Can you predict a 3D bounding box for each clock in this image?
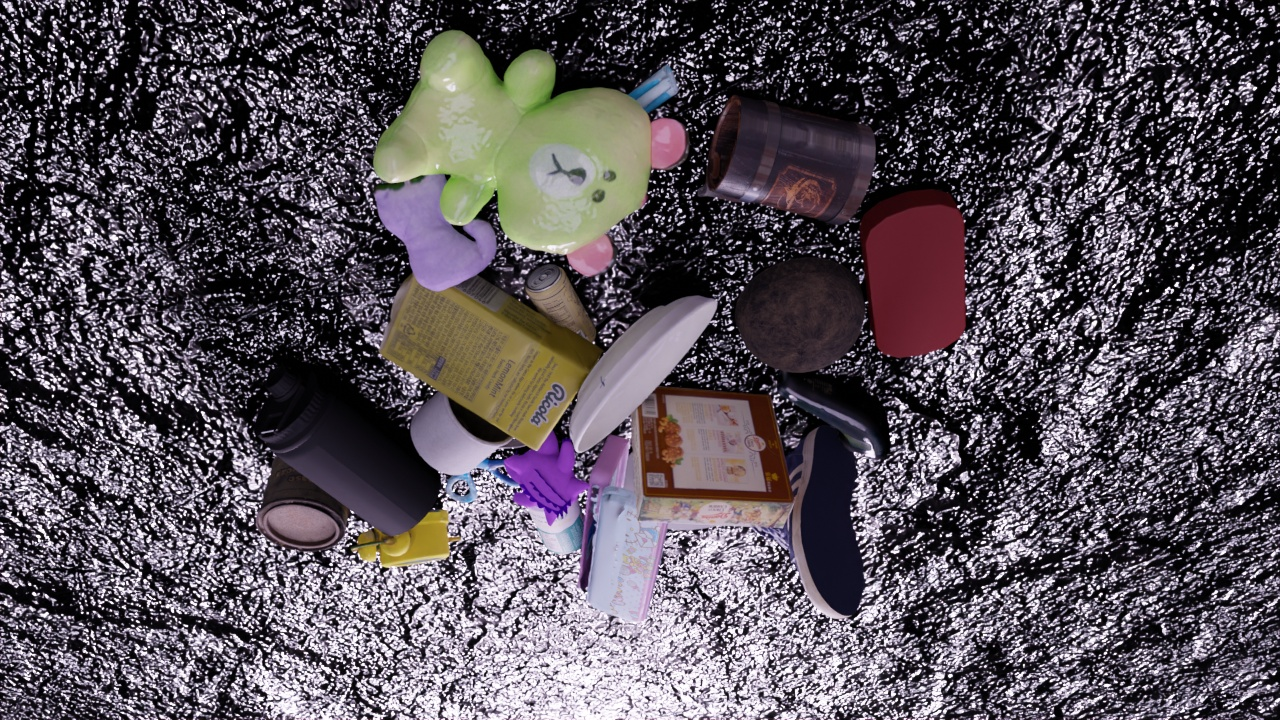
[{"bbox_3d":[-0.261,0.195,1.009,0.084,0.057,0.118,-20,163,38],"label":"clock"}]

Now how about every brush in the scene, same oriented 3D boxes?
[{"bbox_3d":[0.243,-0.079,0.821,0.082,0.041,0.173,-13,133,8],"label":"brush"}]

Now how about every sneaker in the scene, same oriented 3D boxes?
[{"bbox_3d":[0.153,0.178,0.938,0.091,0.232,0.119,36,128,-20],"label":"sneaker"}]

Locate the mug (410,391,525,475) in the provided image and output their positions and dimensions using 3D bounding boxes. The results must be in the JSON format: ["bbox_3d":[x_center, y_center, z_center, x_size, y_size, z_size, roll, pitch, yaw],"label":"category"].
[{"bbox_3d":[-0.162,0.068,0.905,0.113,0.084,0.071,28,128,-33],"label":"mug"}]

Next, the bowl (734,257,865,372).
[{"bbox_3d":[0.152,-0.030,0.850,0.121,0.056,0.121,-2,134,-2],"label":"bowl"}]

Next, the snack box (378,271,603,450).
[{"bbox_3d":[-0.139,-0.010,0.828,0.181,0.045,0.122,31,128,-4],"label":"snack box"}]

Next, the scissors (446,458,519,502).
[{"bbox_3d":[-0.174,0.107,0.991,0.118,0.013,0.140,-4,132,1],"label":"scissors"}]

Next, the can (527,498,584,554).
[{"bbox_3d":[-0.094,0.168,1.024,0.055,0.054,0.102,-10,134,6],"label":"can"}]

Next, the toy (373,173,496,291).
[{"bbox_3d":[-0.166,-0.110,0.754,0.080,0.036,0.100,-25,111,-9],"label":"toy"}]

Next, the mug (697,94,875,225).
[{"bbox_3d":[0.109,-0.150,0.728,0.107,0.079,0.116,11,158,-13],"label":"mug"}]

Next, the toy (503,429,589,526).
[{"bbox_3d":[-0.100,0.122,0.947,0.088,0.055,0.106,46,117,6],"label":"toy"}]

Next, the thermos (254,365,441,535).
[{"bbox_3d":[-0.295,0.087,0.910,0.086,0.086,0.198,-24,131,18],"label":"thermos"}]

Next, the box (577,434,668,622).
[{"bbox_3d":[-0.013,0.188,1.006,0.091,0.089,0.215,17,133,9],"label":"box"}]

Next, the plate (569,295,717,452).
[{"bbox_3d":[-0.005,0.005,0.820,0.034,0.181,0.183,43,127,9],"label":"plate"}]

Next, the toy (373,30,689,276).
[{"bbox_3d":[-0.084,-0.155,0.681,0.196,0.107,0.150,24,106,-26],"label":"toy"}]

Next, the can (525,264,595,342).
[{"bbox_3d":[-0.072,-0.046,0.831,0.038,0.038,0.079,-17,133,11],"label":"can"}]

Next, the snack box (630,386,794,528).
[{"bbox_3d":[0.066,0.092,0.902,0.147,0.143,0.041,4,134,-9],"label":"snack box"}]

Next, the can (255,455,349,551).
[{"bbox_3d":[-0.352,0.147,0.970,0.090,0.074,0.090,-2,134,-2],"label":"can"}]

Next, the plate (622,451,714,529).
[{"bbox_3d":[0.059,0.142,1.039,0.178,0.012,0.179,-2,134,-2],"label":"plate"}]

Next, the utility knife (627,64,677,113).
[{"bbox_3d":[-0.041,-0.177,0.725,0.167,0.015,0.022,-29,105,24],"label":"utility knife"}]

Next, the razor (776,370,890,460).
[{"bbox_3d":[0.198,0.054,0.943,0.151,0.053,0.067,26,135,-20],"label":"razor"}]
